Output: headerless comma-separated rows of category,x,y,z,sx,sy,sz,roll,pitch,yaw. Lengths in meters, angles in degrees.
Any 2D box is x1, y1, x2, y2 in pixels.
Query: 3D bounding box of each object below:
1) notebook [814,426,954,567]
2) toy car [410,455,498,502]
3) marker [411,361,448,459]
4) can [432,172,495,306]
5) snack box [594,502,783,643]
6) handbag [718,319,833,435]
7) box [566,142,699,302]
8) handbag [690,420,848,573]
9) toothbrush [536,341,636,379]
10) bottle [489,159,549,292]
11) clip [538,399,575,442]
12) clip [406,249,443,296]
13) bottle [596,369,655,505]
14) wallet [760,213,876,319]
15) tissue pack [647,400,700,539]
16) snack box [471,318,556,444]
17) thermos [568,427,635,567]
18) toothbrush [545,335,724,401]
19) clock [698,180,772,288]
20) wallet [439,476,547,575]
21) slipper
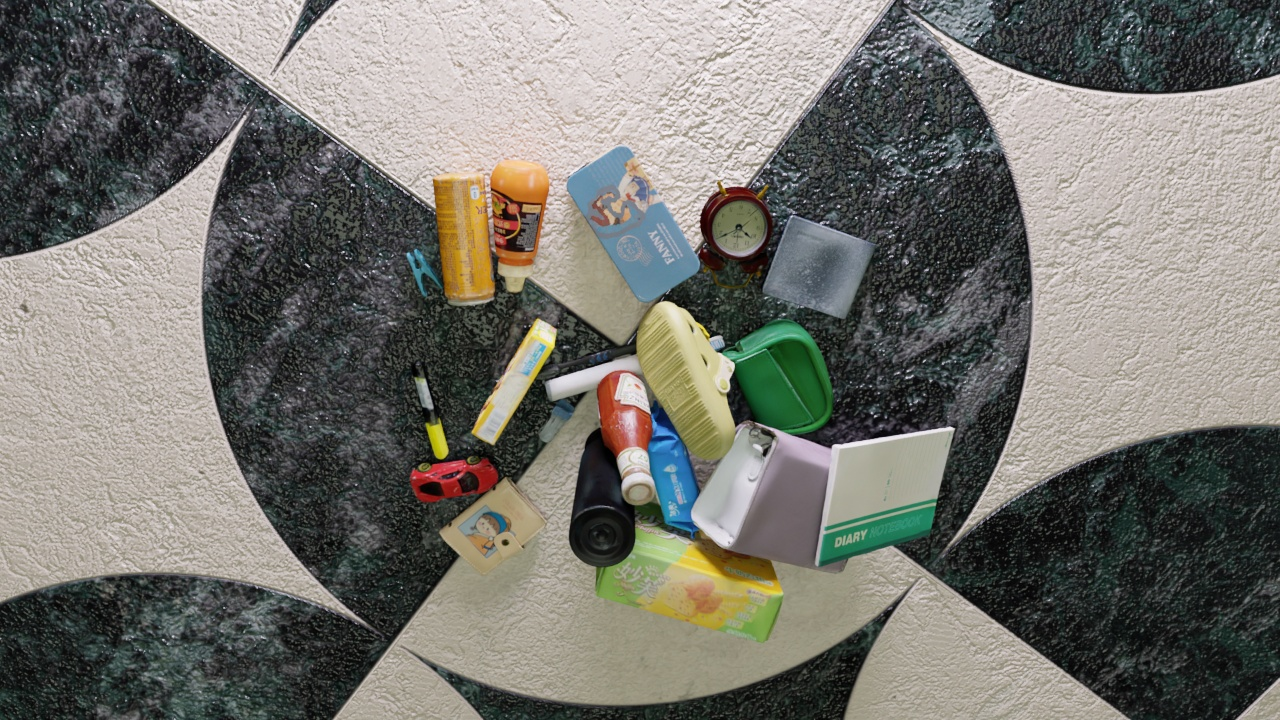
notebook,0.295,0.161,1.105,0.208,0.012,0.150,-5,109,-35
toy car,-0.228,0.147,1.129,0.106,0.031,0.049,-10,127,-1
marker,-0.257,0.061,1.121,0.018,0.015,0.124,-12,102,8
can,-0.200,-0.139,1.045,0.058,0.058,0.146,-3,105,-1
snack box,0.054,0.245,1.102,0.210,0.157,0.070,18,103,-6
handbag,0.163,0.024,1.098,0.120,0.067,0.131,-20,106,12
box,-0.005,-0.152,1.046,0.090,0.059,0.184,-34,102,8
handbag,0.174,0.160,1.081,0.196,0.098,0.145,20,101,-36
toothbrush,-0.037,-0.006,1.107,0.189,0.016,0.014,-15,108,2
bottle,-0.140,-0.150,1.045,0.067,0.066,0.150,5,112,-3
clip,-0.106,0.077,1.126,0.027,0.045,0.058,34,111,-13
clip,-0.256,-0.104,1.076,0.039,0.013,0.056,-27,103,5
bottle,-0.013,0.083,1.013,0.059,0.205,0.060,-3,120,-6
wallet,0.207,-0.109,1.071,0.120,0.019,0.097,16,103,-20
tissue pack,0.036,0.133,1.106,0.052,0.095,0.157,-17,107,4
snack box,-0.146,0.024,1.075,0.033,0.087,0.140,33,102,-10
thermos,-0.031,0.150,1.031,0.068,0.242,0.090,-40,102,11
toothbrush,-0.007,0.007,1.105,0.221,0.027,0.026,-16,72,3
clock,0.110,-0.143,1.052,0.082,0.055,0.122,5,107,-3
wallet,-0.183,0.213,1.160,0.115,0.024,0.087,-39,97,7
slipper,0.064,0.021,1.057,0.092,0.081,0.190,-37,73,46
